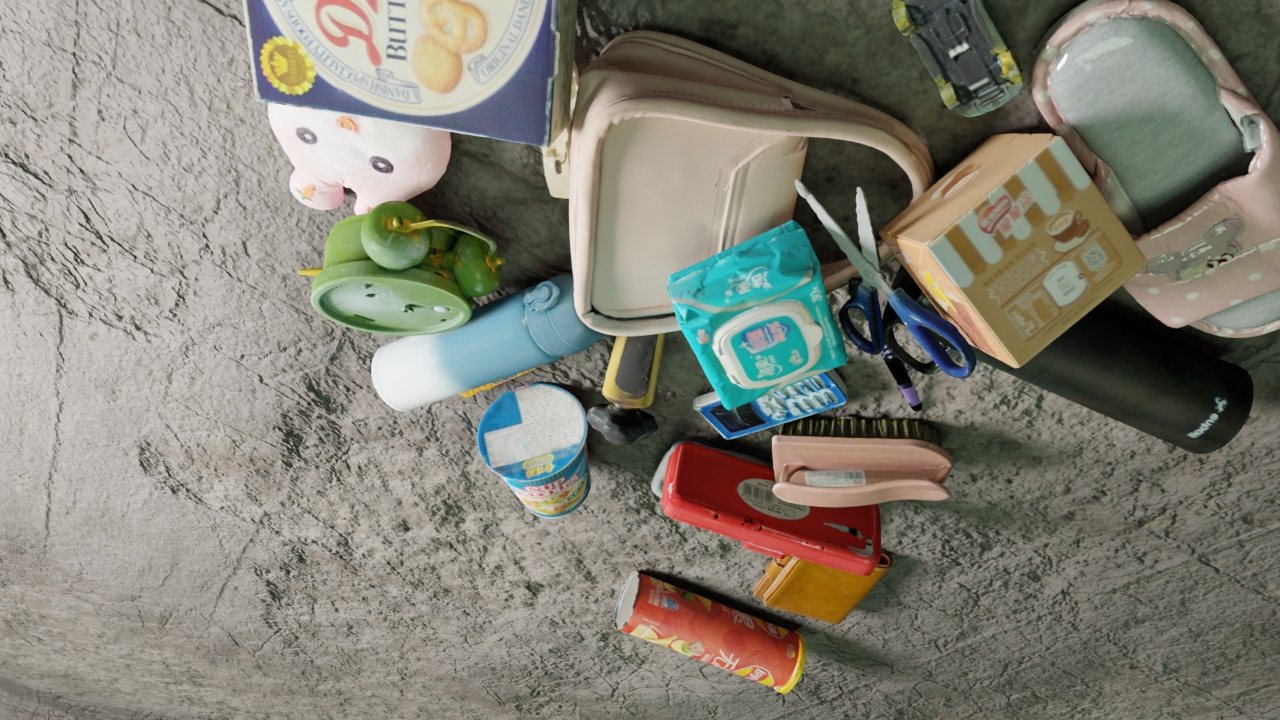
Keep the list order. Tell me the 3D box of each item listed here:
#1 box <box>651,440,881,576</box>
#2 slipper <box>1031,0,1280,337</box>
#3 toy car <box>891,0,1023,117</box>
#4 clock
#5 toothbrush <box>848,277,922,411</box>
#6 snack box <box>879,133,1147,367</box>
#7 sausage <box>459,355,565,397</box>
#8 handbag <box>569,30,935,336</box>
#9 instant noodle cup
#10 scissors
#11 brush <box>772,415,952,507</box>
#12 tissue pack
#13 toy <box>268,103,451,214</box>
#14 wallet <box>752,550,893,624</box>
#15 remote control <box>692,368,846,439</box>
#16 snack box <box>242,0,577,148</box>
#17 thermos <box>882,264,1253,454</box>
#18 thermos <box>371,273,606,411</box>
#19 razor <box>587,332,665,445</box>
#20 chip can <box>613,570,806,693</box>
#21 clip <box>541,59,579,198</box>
[{"bbox_3d":[0.110,0.146,0.836,0.201,0.094,0.100,17,137,-5],"label":"box"},{"bbox_3d":[0.320,-0.096,0.533,0.114,0.054,0.274,-26,125,37],"label":"slipper"},{"bbox_3d":[0.173,-0.176,0.499,0.043,0.036,0.091,-21,129,36],"label":"toy car"},{"bbox_3d":[-0.171,-0.067,0.676,0.162,0.056,0.116,-17,156,40],"label":"clock"},{"bbox_3d":[0.186,-0.004,0.683,0.014,0.016,0.189,-24,140,16],"label":"toothbrush"},{"bbox_3d":[0.214,-0.067,0.538,0.093,0.077,0.094,-41,104,6],"label":"snack box"},{"bbox_3d":[-0.108,0.003,0.795,0.166,0.021,0.021,-21,128,35],"label":"sausage"},{"bbox_3d":[0.072,-0.102,0.590,0.234,0.093,0.194,4,141,-1],"label":"handbag"},{"bbox_3d":[-0.087,0.090,0.840,0.099,0.099,0.110,4,147,12],"label":"instant noodle cup"},{"bbox_3d":[0.152,-0.043,0.569,0.163,0.012,0.162,36,164,12],"label":"scissors"},{"bbox_3d":[0.184,0.088,0.767,0.146,0.072,0.063,1,137,13],"label":"brush"},{"bbox_3d":[0.080,-0.023,0.598,0.093,0.050,0.133,-22,143,10],"label":"tissue pack"},{"bbox_3d":[-0.195,-0.143,0.635,0.121,0.054,0.160,19,147,-10],"label":"toy"},{"bbox_3d":[0.180,0.228,0.954,0.119,0.035,0.131,17,138,-3],"label":"wallet"},{"bbox_3d":[0.107,0.032,0.762,0.125,0.024,0.049,-21,128,33],"label":"remote control"},{"bbox_3d":[-0.125,-0.219,0.494,0.182,0.045,0.178,9,122,5],"label":"snack box"},{"bbox_3d":[0.287,-0.002,0.637,0.242,0.068,0.090,21,125,-6],"label":"thermos"},{"bbox_3d":[-0.125,-0.015,0.748,0.221,0.070,0.070,-18,130,32],"label":"thermos"},{"bbox_3d":[-0.004,0.004,0.739,0.062,0.067,0.168,12,133,-1],"label":"razor"},{"bbox_3d":[0.079,0.309,1.050,0.216,0.073,0.073,24,139,-9],"label":"chip can"},{"bbox_3d":[-0.054,-0.162,0.597,0.035,0.086,0.104,2,166,12],"label":"clip"}]
